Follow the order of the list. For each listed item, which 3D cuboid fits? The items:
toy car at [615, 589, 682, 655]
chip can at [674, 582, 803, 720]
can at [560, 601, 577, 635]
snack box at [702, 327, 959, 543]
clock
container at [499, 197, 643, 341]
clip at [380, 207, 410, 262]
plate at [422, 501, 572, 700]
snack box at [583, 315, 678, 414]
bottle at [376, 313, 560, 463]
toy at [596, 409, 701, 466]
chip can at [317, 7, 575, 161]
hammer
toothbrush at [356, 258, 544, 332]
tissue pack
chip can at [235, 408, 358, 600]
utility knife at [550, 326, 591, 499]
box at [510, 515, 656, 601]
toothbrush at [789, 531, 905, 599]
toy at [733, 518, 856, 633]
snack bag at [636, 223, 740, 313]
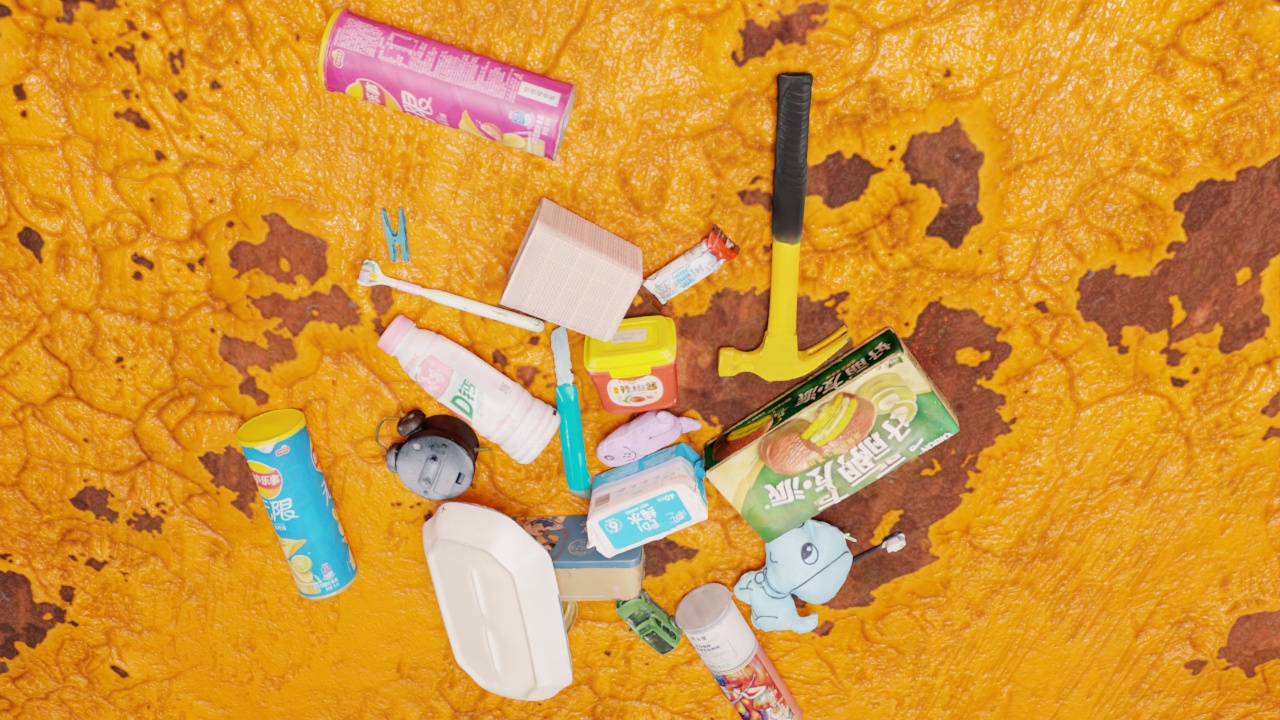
[{"bbox_3d":[0.010,0.311,1.088,0.043,0.036,0.091,-39,105,21],"label":"toy car"},{"bbox_3d":[0.121,0.365,1.090,0.071,0.071,0.215,-25,114,14],"label":"chip can"},{"bbox_3d":[-0.122,0.304,1.082,0.074,0.049,0.148,26,115,-11],"label":"can"},{"bbox_3d":[0.192,0.080,0.947,0.240,0.063,0.114,-34,111,17],"label":"snack box"},{"bbox_3d":[-0.226,0.098,0.981,0.122,0.055,0.082,23,116,-8],"label":"clock"},{"bbox_3d":[-0.062,-0.082,0.866,0.111,0.090,0.090,24,115,-12],"label":"container"},{"bbox_3d":[-0.237,-0.122,0.895,0.042,0.014,0.056,-2,117,5],"label":"clip"},{"bbox_3d":[-0.159,0.270,0.981,0.162,0.034,0.266,8,121,24],"label":"plate"},{"bbox_3d":[-0.005,0.005,0.915,0.091,0.081,0.080,-7,130,6],"label":"snack box"},{"bbox_3d":[-0.176,0.026,0.938,0.197,0.068,0.068,38,112,-11],"label":"bottle"},{"bbox_3d":[0.003,0.081,0.963,0.108,0.039,0.083,-32,153,26],"label":"toy"},{"bbox_3d":[-0.166,-0.238,0.801,0.210,0.071,0.071,17,116,-6],"label":"chip can"},{"bbox_3d":[0.139,-0.116,0.869,0.129,0.032,0.301,0,117,3],"label":"hammer"},{"bbox_3d":[-0.188,-0.061,0.920,0.189,0.029,0.020,17,158,-7],"label":"toothbrush"},{"bbox_3d":[0.007,0.149,0.976,0.140,0.089,0.063,-24,112,13],"label":"tissue pack"},{"bbox_3d":[-0.374,0.160,1.010,0.071,0.071,0.210,-7,116,6],"label":"chip can"},{"bbox_3d":[-0.074,0.060,0.977,0.029,0.013,0.216,-2,119,5],"label":"utility knife"},{"bbox_3d":[-0.073,0.218,1.015,0.184,0.089,0.061,-5,116,4],"label":"box"},{"bbox_3d":[0.223,0.244,1.055,0.181,0.018,0.015,-32,114,18],"label":"toothbrush"},{"bbox_3d":[0.177,0.239,1.034,0.156,0.049,0.161,-25,108,16],"label":"toy"},{"bbox_3d":[0.044,-0.088,0.890,0.104,0.026,0.048,-34,130,19],"label":"snack bag"}]
